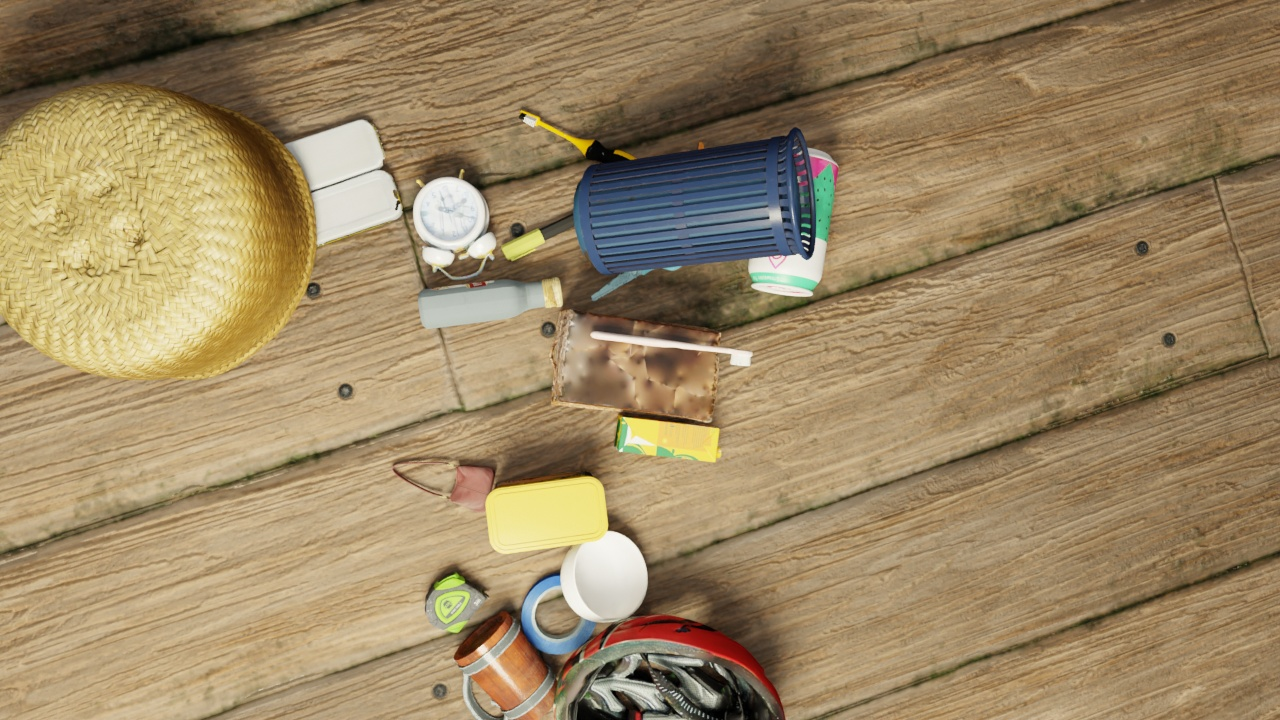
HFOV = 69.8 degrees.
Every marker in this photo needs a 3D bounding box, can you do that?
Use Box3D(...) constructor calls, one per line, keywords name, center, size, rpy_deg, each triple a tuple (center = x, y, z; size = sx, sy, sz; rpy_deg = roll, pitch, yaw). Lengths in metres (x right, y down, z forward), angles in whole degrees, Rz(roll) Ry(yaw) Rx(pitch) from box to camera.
Box3D(name="marker", center=(-0.107, -0.154, 1.103), size=(0.123, 0.017, 0.021), rpy_deg=(-27, 126, -7))

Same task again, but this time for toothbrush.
Box3D(name="toothbrush", center=(-0.057, -0.253, 1.104), size=(0.196, 0.031, 0.030), rpy_deg=(27, 42, -1))
Box3D(name="toothbrush", center=(0.034, -0.014, 1.005), size=(0.181, 0.015, 0.018), rpy_deg=(8, 94, -8))

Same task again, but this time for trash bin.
Box3D(name="trash bin", center=(0.059, -0.169, 1.021), size=(0.250, 0.139, 0.139), rpy_deg=(-4, 90, 20))

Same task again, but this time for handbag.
Box3D(name="handbag", center=(-0.236, 0.141, 1.087), size=(0.119, 0.029, 0.055), rpy_deg=(13, 90, 0))

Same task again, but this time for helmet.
Box3D(name="helmet", center=(0.029, 0.391, 1.037), size=(0.272, 0.167, 0.218), rpy_deg=(28, 101, -14))

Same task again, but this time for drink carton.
Box3D(name="drink carton", center=(0.033, 0.093, 1.095), size=(0.122, 0.058, 0.041), rpy_deg=(8, 89, -6))

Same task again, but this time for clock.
Box3D(name="clock", center=(-0.218, -0.157, 1.075), size=(0.089, 0.052, 0.125), rpy_deg=(-16, 94, -7))

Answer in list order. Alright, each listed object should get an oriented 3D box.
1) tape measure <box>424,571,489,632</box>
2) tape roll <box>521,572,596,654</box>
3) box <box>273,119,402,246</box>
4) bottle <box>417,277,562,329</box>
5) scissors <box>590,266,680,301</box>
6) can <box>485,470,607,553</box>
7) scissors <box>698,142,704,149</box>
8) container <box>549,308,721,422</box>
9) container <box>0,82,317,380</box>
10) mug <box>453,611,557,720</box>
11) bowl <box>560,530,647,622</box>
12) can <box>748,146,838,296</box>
Box3D(name="tape measure", center=(-0.223, 0.284, 1.081), size=(0.058, 0.036, 0.065), rpy_deg=(45, 82, -13))
Box3D(name="tape roll", center=(-0.097, 0.303, 1.102), size=(0.091, 0.016, 0.093), rpy_deg=(-11, 91, -6))
Box3D(name="box", center=(-0.393, -0.195, 1.072), size=(0.209, 0.023, 0.127), rpy_deg=(-20, 93, -5))
Box3D(name="bottle", center=(-0.172, -0.070, 1.068), size=(0.161, 0.072, 0.046), rpy_deg=(-8, 96, -6))
Box3D(name="scissors", center=(-0.003, -0.112, 1.119), size=(0.137, 0.015, 0.056), rpy_deg=(-34, 92, 1))
Box3D(name="can", center=(-0.108, 0.171, 1.059), size=(0.130, 0.101, 0.072), rpy_deg=(-7, 90, -6))
Box3D(name="scissors", center=(0.080, -0.204, 1.125), size=(0.125, 0.011, 0.128), rpy_deg=(0, 90, -6))
Box3D(name="container", center=(-0.006, 0.006, 1.065), size=(0.198, 0.113, 0.113), rpy_deg=(7, 89, -7))
Box3D(name="container", center=(-0.512, -0.135, 0.958), size=(0.307, 0.196, 0.307), rpy_deg=(0, 92, -1))
Box3D(name="mug", center=(-0.165, 0.370, 1.072), size=(0.118, 0.081, 0.111), rpy_deg=(-35, 98, 19))
Box3D(name="bowl", center=(-0.048, 0.256, 1.077), size=(0.104, 0.054, 0.104), rpy_deg=(16, 62, -32))
Box3D(name="can", center=(0.182, -0.165, 1.097), size=(0.088, 0.088, 0.166), rpy_deg=(9, 89, -6))
